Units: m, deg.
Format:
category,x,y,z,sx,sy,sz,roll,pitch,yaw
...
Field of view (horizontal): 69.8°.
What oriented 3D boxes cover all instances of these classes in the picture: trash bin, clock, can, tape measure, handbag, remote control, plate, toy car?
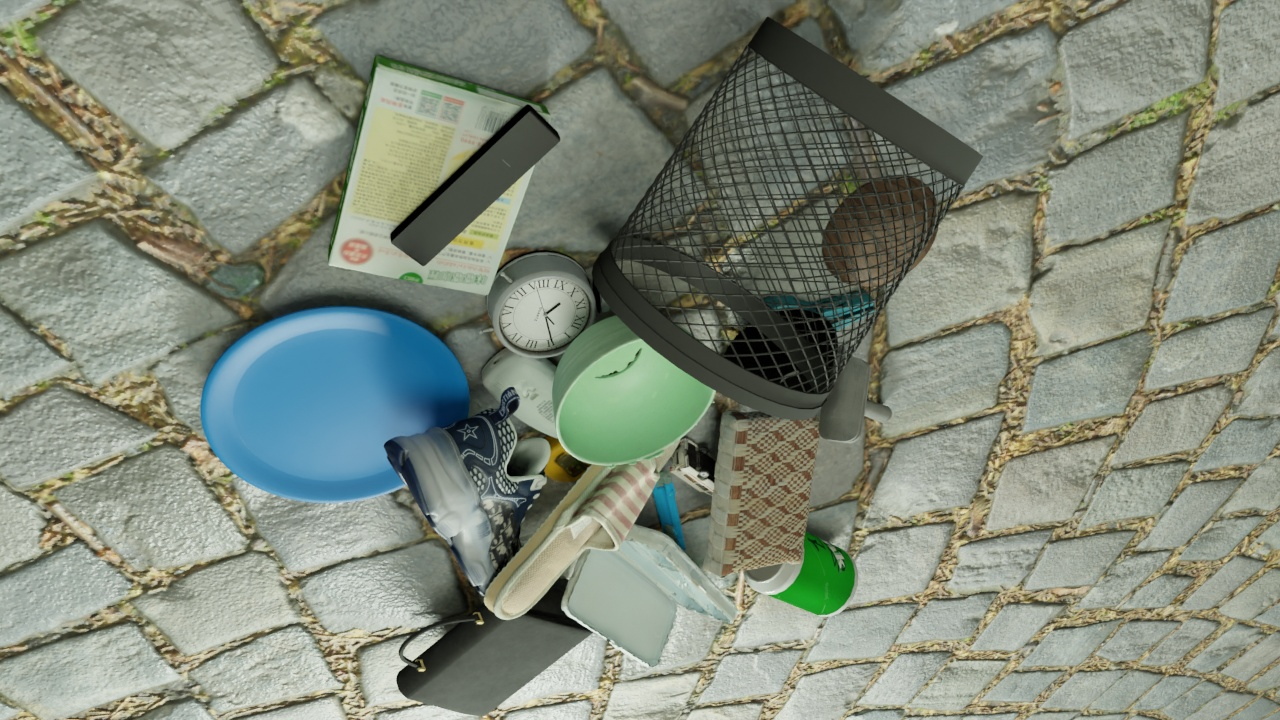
category,x,y,z,sx,sy,sz,roll,pitch,yaw
trash bin,0.113,-0.111,0.710,0.217,0.217,0.228,20,115,-31
clock,-0.076,-0.045,0.808,0.122,0.035,0.095,10,124,-26
can,0.193,0.252,1.108,0.139,0.087,0.088,29,113,-35
tape measure,-0.072,0.097,0.927,0.068,0.030,0.059,-36,128,11
handbag,-0.182,0.308,0.993,0.176,0.072,0.195,-41,147,14
remote control,-0.096,0.031,0.865,0.060,0.028,0.114,-40,127,12
remote control,-0.126,-0.131,0.697,0.150,0.013,0.034,-39,131,14
handbag,0.132,0.138,0.987,0.124,0.047,0.186,-3,107,-29
plate,-0.266,0.039,0.814,0.224,0.024,0.225,-10,130,-12
toy car,0.074,0.127,1.001,0.039,0.039,0.113,-24,136,29

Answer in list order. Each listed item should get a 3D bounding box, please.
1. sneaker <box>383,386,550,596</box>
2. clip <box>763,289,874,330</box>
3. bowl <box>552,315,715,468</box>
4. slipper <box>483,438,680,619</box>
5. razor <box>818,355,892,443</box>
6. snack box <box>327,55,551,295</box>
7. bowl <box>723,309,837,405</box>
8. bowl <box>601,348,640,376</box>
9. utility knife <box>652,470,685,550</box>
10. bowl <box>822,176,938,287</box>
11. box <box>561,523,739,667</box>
category,x,y,z,sx,sy,sz,roll,pitch,yaw
sneaker,-0.138,0.128,0.881,0.132,0.103,0.270,-34,147,-15
clip,0.158,-0.043,0.901,0.120,0.033,0.122,32,112,-32
bowl,-0.014,0.015,0.808,0.150,0.077,0.151,-15,135,-16
slipper,-0.047,0.160,0.911,0.262,0.052,0.115,-47,153,-7
razor,0.239,0.049,0.984,0.116,0.047,0.088,18,80,-50
snack box,-0.158,-0.136,0.710,0.131,0.027,0.168,10,124,-26
bowl,0.144,0.016,0.892,0.124,0.052,0.124,-9,131,-11
bowl,-0.005,0.005,0.879,0.114,0.026,0.102,-12,130,-9
utility knife,0.038,0.194,1.045,0.015,0.031,0.221,-52,145,-32
bowl,0.234,-0.113,0.865,0.119,0.032,0.119,-10,130,-12
box,0.022,0.275,1.042,0.210,0.105,0.129,44,62,-42
